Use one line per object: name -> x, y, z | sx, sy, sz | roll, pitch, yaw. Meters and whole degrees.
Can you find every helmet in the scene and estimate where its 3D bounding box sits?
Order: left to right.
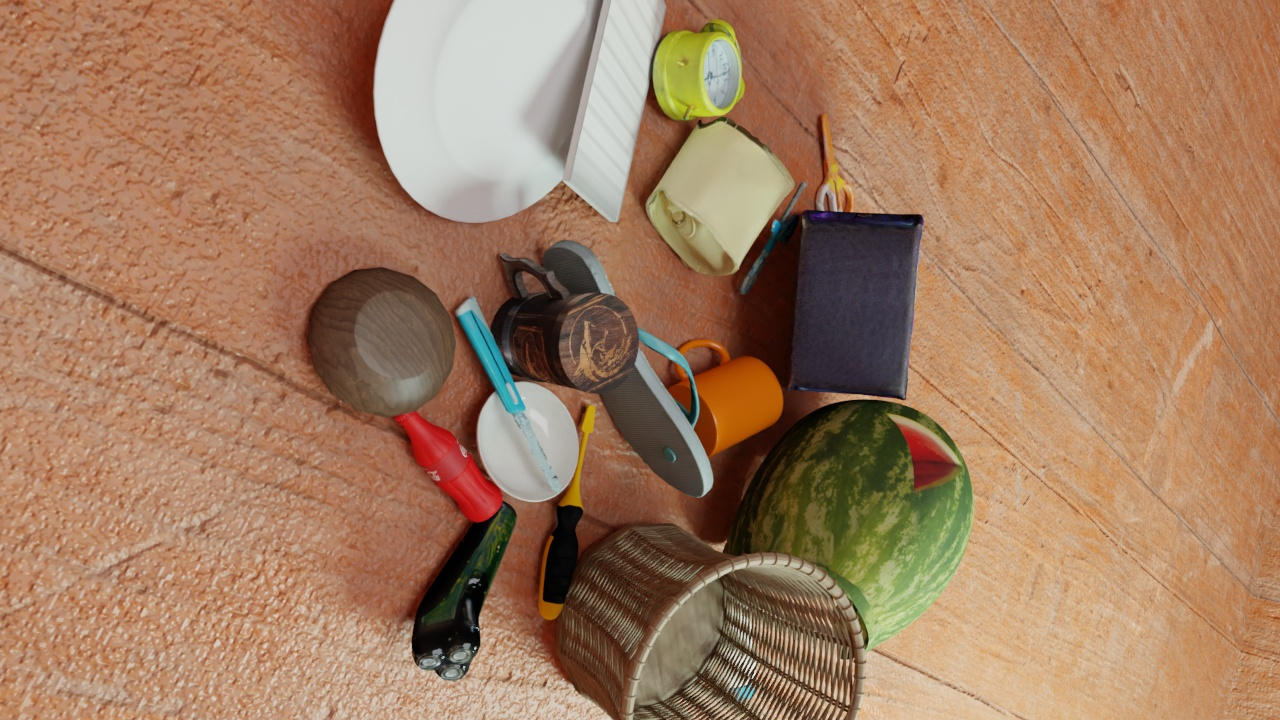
helmet -> 0.223, 0.153, 0.941 | 0.213, 0.244, 0.246 | 36, 58, 3

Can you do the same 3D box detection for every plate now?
plate -> -0.097, -0.218, 0.707 | 0.241, 0.016, 0.243 | -35, 142, -33
plate -> -0.101, 0.071, 0.789 | 0.104, 0.026, 0.104 | 16, 65, -38

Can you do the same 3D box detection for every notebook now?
notebook -> -0.018, -0.236, 0.789 | 0.142, 0.009, 0.209 | 19, 84, -76

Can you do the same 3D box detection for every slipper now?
slipper -> -0.005, 0.005, 0.836 | 0.054, 0.098, 0.269 | -41, 110, -33

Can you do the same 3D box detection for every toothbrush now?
toothbrush -> -0.064, 0.137, 0.837 | 0.031, 0.031, 0.196 | 14, 83, -23

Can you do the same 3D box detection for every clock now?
clock -> 0.061, -0.276, 0.873 | 0.118, 0.057, 0.083 | -42, 129, -41

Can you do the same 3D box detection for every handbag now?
handbag -> 0.074, -0.161, 0.890 | 0.111, 0.081, 0.119 | 44, 69, -26
handbag -> 0.227, -0.058, 0.976 | 0.221, 0.125, 0.205 | -23, 117, -75

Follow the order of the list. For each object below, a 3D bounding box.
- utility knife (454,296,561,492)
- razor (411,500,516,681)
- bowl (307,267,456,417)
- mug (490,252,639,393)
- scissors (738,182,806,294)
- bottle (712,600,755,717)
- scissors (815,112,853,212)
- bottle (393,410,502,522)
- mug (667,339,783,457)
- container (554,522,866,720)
utility knife -> -0.107, 0.031, 0.771 | 0.022, 0.015, 0.181 | -34, 102, -38
razor -> -0.138, 0.187, 0.759 | 0.054, 0.067, 0.151 | 45, 59, -38
bowl -> -0.189, -0.017, 0.696 | 0.117, 0.030, 0.117 | 9, 76, -36
mug -> -0.070, -0.034, 0.760 | 0.079, 0.107, 0.116 | -29, 113, -34
scissors -> 0.144, -0.131, 0.954 | 0.137, 0.011, 0.134 | -39, 158, -52
bottle -> 0.096, 0.315, 0.976 | 0.051, 0.051, 0.146 | -19, 107, -37
scissors -> 0.214, -0.217, 1.041 | 0.064, 0.013, 0.128 | -27, 112, -35
bottle -> -0.158, 0.082, 0.746 | 0.036, 0.036, 0.119 | -49, 122, -25
mug -> 0.074, 0.031, 0.918 | 0.095, 0.078, 0.112 | -22, 80, -36
container -> 0.046, 0.255, 0.807 | 0.226, 0.196, 0.227 | -2, 95, -26
